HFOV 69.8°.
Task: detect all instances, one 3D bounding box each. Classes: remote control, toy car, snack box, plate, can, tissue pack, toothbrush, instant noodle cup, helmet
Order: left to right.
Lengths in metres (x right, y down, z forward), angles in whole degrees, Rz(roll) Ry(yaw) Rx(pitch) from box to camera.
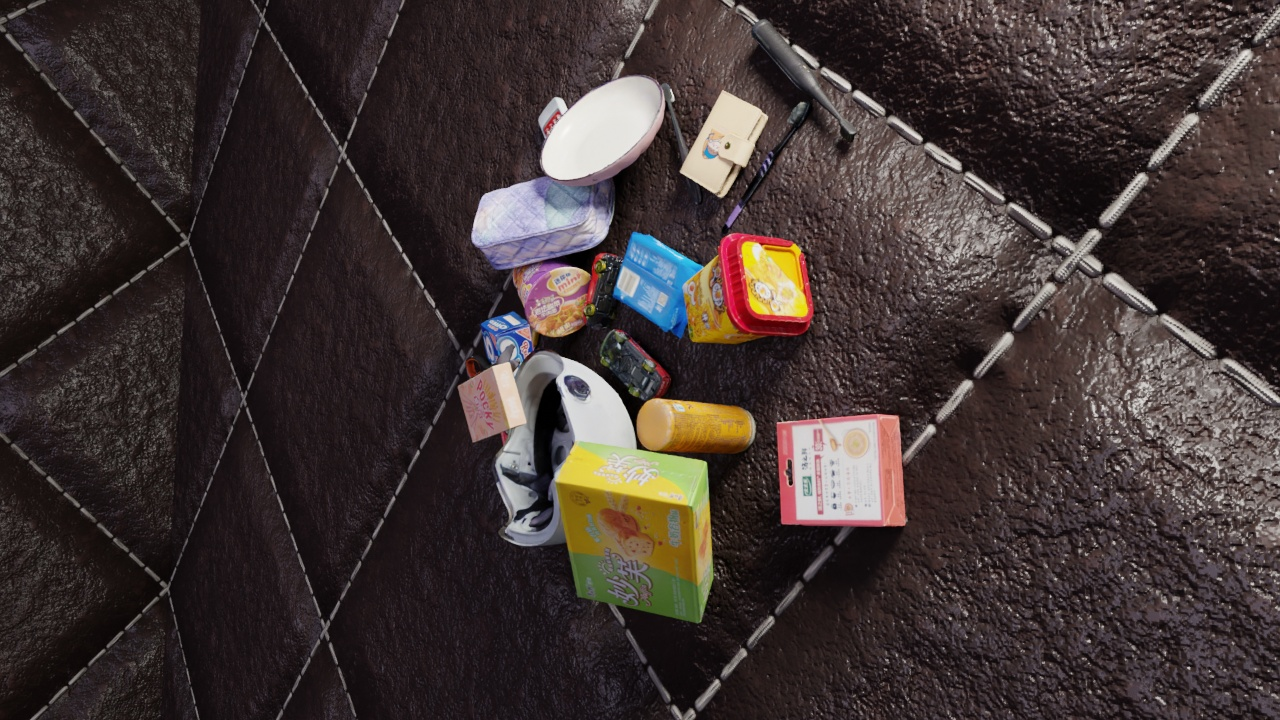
[{"bbox_3d":[-0.202,0.059,1.235,0.158,0.026,0.084,-23,82,60],"label":"snack box"},{"bbox_3d":[-0.180,0.038,1.321,0.058,0.057,0.208,34,136,53],"label":"snack box"},{"bbox_3d":[-0.130,-0.105,1.317,0.099,0.111,0.112,50,121,47],"label":"instant noodle cup"},{"bbox_3d":[-0.119,-0.336,1.390,0.056,0.020,0.136,-43,57,36],"label":"remote control"},{"bbox_3d":[-0.088,0.118,1.209,0.230,0.145,0.258,-52,36,39],"label":"helmet"},{"bbox_3d":[-0.053,-0.095,1.270,0.031,0.049,0.106,21,101,47],"label":"toy car"},{"bbox_3d":[-0.046,-0.301,1.233,0.193,0.039,0.192,-21,46,23],"label":"plate"},{"bbox_3d":[-0.007,0.007,1.212,0.120,0.045,0.053,45,115,34],"label":"toy car"},{"bbox_3d":[-0.002,0.198,1.049,0.158,0.069,0.210,8,130,17],"label":"snack box"},{"bbox_3d":[0.027,-0.099,1.184,0.157,0.052,0.095,37,114,43],"label":"tissue pack"},{"bbox_3d":[0.054,-0.285,1.205,0.016,0.018,0.181,-21,71,21],"label":"toothbrush"},{"bbox_3d":[0.065,0.077,1.053,0.058,0.145,0.058,-8,79,46],"label":"can"},{"bbox_3d":[0.116,-0.072,1.051,0.124,0.115,0.116,-27,66,54],"label":"instant noodle cup"},{"bbox_3d":[0.146,-0.229,1.099,0.189,0.016,0.014,-57,49,28],"label":"toothbrush"},{"bbox_3d":[0.189,-0.323,1.059,0.027,0.026,0.212,95,151,-54],"label":"toothbrush"},{"bbox_3d":[0.210,0.118,0.969,0.127,0.044,0.113,-9,80,45],"label":"snack box"}]

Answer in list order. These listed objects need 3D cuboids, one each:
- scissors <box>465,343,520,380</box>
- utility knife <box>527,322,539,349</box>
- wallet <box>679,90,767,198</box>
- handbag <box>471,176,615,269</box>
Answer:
[{"bbox_3d":[-0.208,0.009,1.265,0.162,0.021,0.234,55,150,28],"label":"scissors"},{"bbox_3d":[-0.160,-0.071,1.405,0.033,0.015,0.207,15,97,49],"label":"utility knife"},{"bbox_3d":[0.104,-0.268,1.140,0.087,0.024,0.115,40,108,35],"label":"wallet"},{"bbox_3d":[-0.136,-0.202,1.290,0.194,0.075,0.134,-10,52,20],"label":"handbag"}]
